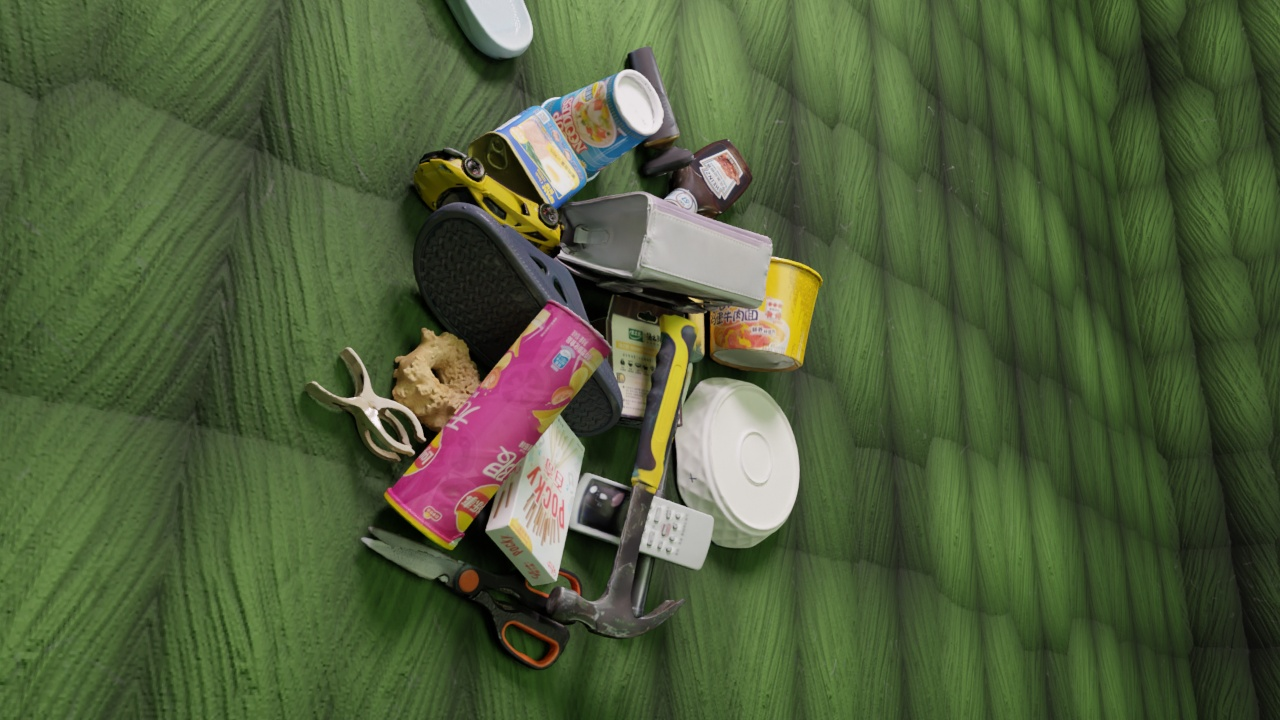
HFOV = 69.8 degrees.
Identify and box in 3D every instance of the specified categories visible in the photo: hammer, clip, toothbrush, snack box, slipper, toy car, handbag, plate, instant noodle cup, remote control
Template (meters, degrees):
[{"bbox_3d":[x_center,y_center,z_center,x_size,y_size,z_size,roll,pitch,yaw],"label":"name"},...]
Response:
[{"bbox_3d":[0.009,0.106,0.886,0.126,0.032,0.322,25,65,-23],"label":"hammer"},{"bbox_3d":[-0.221,0.040,0.748,0.100,0.035,0.071,47,48,-16],"label":"clip"},{"bbox_3d":[0.013,0.153,0.935,0.027,0.026,0.212,27,70,-46],"label":"toothbrush"},{"bbox_3d":[-0.091,0.113,0.826,0.156,0.027,0.085,-81,149,-46],"label":"snack box"},{"bbox_3d":[0.032,0.075,1.015,0.018,0.016,0.191,94,11,-59],"label":"toothbrush"},{"bbox_3d":[-0.106,-0.041,0.853,0.268,0.111,0.083,54,29,-29],"label":"slipper"},{"bbox_3d":[-0.142,-0.139,0.856,0.155,0.071,0.041,31,53,-34],"label":"toy car"},{"bbox_3d":[0.023,-0.109,0.971,0.196,0.145,0.098,11,91,-44],"label":"handbag"},{"bbox_3d":[-0.169,-0.424,0.912,0.103,0.074,0.245,-33,104,-46],"label":"slipper"},{"bbox_3d":[0.121,0.117,1.079,0.204,0.046,0.204,18,65,-43],"label":"plate"},{"bbox_3d":[-0.006,0.006,0.969,0.113,0.053,0.125,13,70,-45],"label":"snack box"},{"bbox_3d":[0.142,-0.050,1.095,0.138,0.138,0.109,20,73,-42],"label":"instant noodle cup"},{"bbox_3d":[-0.039,-0.254,0.972,0.099,0.110,0.099,17,65,-42],"label":"instant noodle cup"},{"bbox_3d":[0.000,0.159,0.905,0.150,0.021,0.058,21,74,-14],"label":"remote control"}]

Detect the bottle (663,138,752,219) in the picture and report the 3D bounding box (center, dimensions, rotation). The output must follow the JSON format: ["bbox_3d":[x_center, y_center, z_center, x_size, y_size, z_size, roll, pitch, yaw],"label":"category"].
[{"bbox_3d":[0.069,-0.206,1.123,0.080,0.044,0.194,55,46,-11],"label":"bottle"}]

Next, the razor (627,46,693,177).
[{"bbox_3d":[0.017,-0.298,1.097,0.067,0.062,0.167,29,46,-74],"label":"razor"}]

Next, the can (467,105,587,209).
[{"bbox_3d":[-0.110,-0.193,0.918,0.102,0.057,0.083,58,42,-17],"label":"can"}]

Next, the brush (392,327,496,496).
[{"bbox_3d":[-0.140,0.087,0.818,0.082,0.046,0.255,-48,117,-48],"label":"brush"}]

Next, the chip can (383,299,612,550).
[{"bbox_3d":[-0.115,0.050,0.755,0.071,0.071,0.210,44,80,-29],"label":"chip can"}]

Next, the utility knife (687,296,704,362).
[{"bbox_3d":[0.063,-0.092,1.104,0.031,0.022,0.210,26,50,-46],"label":"utility knife"}]

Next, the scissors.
[{"bbox_3d":[-0.136,0.180,0.793,0.141,0.022,0.235,-48,117,-31],"label":"scissors"}]
